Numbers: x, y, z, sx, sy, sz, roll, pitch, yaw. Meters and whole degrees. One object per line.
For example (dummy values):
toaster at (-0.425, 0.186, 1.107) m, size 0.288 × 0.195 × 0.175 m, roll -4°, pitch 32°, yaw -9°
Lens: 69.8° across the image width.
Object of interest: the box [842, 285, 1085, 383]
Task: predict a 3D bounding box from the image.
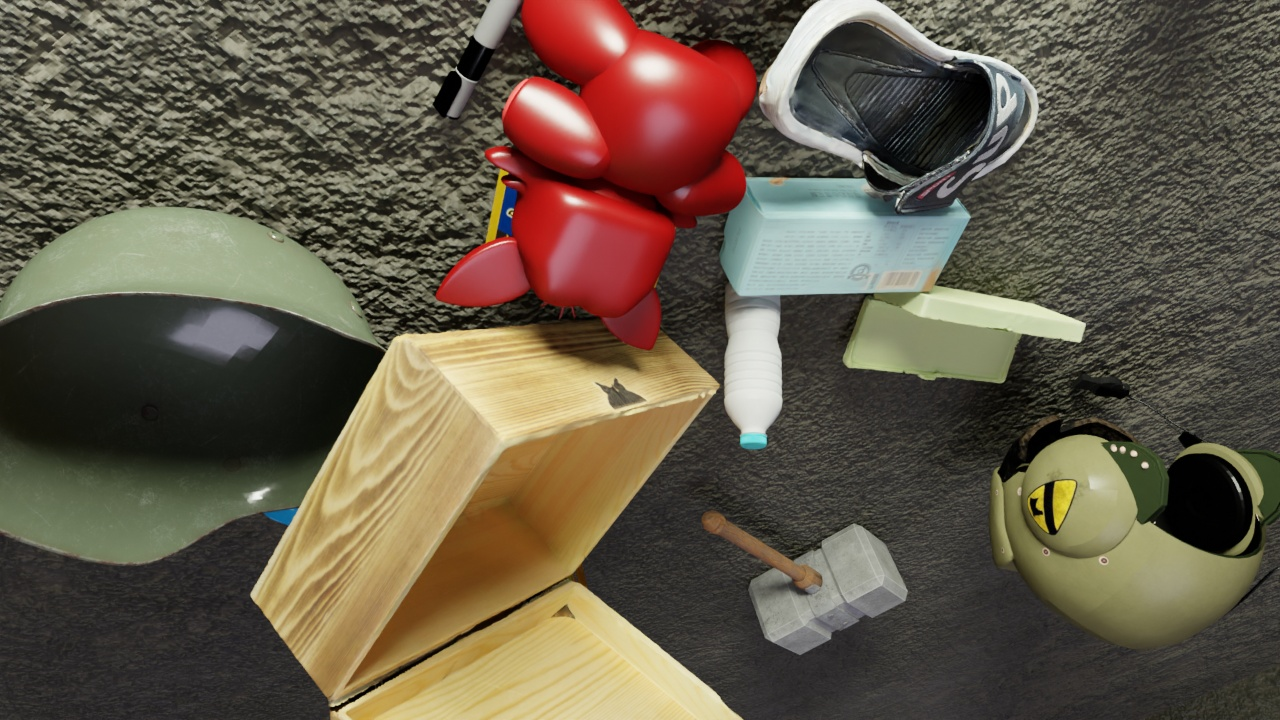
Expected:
box at (0.285, -0.018, 0.798) m, size 0.187 × 0.082 × 0.098 m, roll 4°, pitch 109°, yaw -24°

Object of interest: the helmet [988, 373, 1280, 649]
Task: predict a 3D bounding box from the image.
helmet at (0.457, 0.143, 0.889) m, size 0.250 × 0.255 × 0.233 m, roll 5°, pitch 131°, yaw -22°

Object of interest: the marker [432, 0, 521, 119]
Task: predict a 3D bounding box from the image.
marker at (-0.080, -0.197, 0.520) m, size 0.016 × 0.016 × 0.141 m, roll 15°, pitch 130°, yaw -32°

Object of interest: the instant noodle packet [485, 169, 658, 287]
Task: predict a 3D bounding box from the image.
instant noodle packet at (-0.040, -0.090, 0.646) m, size 0.134 × 0.026 × 0.087 m, roll 2°, pitch 131°, yaw -21°

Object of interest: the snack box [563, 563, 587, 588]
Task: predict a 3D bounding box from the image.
snack box at (-0.106, 0.213, 0.914) m, size 0.040 × 0.088 × 0.126 m, roll -33°, pitch 137°, yaw 17°

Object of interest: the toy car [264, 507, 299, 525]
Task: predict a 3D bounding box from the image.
toy car at (-0.269, 0.094, 0.740) m, size 0.048 × 0.032 × 0.105 m, roll 31°, pitch 109°, yaw -25°

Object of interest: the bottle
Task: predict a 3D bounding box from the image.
bottle at (0.087, 0.001, 0.708) m, size 0.044 × 0.136 × 0.044 m, roll 2°, pitch 159°, yaw 1°

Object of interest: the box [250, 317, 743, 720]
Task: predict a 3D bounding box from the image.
box at (-0.035, 0.184, 0.625) m, size 0.287 × 0.336 × 0.278 m, roll -53°, pitch 162°, yaw 24°

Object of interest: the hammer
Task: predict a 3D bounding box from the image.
hammer at (0.156, 0.226, 1.024) m, size 0.163 × 0.082 × 0.317 m, roll -34°, pitch 137°, yaw 19°

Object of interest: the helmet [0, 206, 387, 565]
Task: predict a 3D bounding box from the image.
helmet at (-0.267, -0.001, 0.566) m, size 0.267 × 0.153 × 0.227 m, roll 23°, pitch 122°, yaw -42°

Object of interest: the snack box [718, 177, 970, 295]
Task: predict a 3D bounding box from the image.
snack box at (0.152, -0.093, 0.690) m, size 0.174 × 0.053 × 0.075 m, roll -4°, pitch 138°, yaw -18°

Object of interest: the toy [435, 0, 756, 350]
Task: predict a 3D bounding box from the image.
toy at (-0.020, -0.109, 0.551) m, size 0.158 × 0.120 × 0.197 m, roll 12°, pitch 115°, yaw -33°

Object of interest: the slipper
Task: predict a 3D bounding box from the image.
slipper at (0.185, -0.154, 0.596) m, size 0.263 × 0.063 × 0.111 m, roll 9°, pitch 128°, yaw -42°
